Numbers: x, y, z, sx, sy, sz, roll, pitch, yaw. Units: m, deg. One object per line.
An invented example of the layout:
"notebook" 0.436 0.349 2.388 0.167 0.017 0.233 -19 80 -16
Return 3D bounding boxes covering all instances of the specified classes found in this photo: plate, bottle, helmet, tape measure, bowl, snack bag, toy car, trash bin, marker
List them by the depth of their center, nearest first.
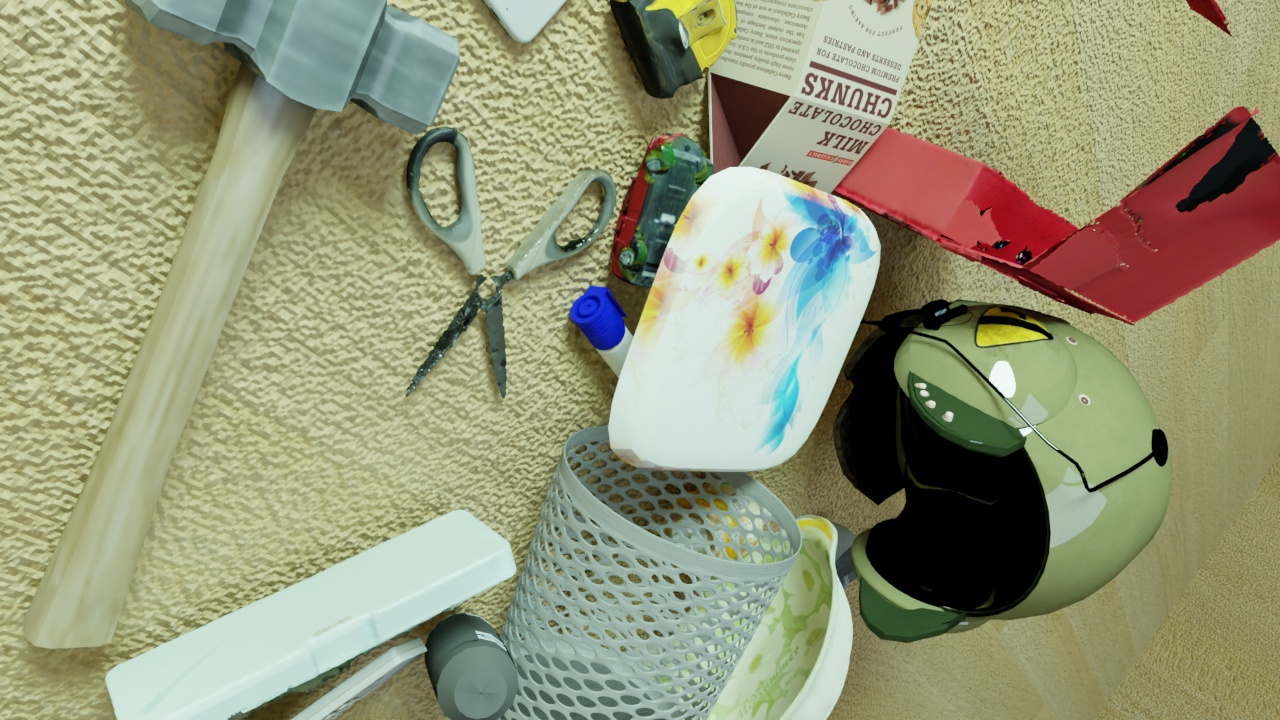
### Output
"tape measure" 0.022 -0.183 0.488 0.064 0.037 0.066 -43 136 -15
"toy car" 0.010 -0.088 0.537 0.042 0.036 0.091 4 112 -44
"snack bag" 0.105 -0.188 0.539 0.094 0.070 0.207 -1 115 -43
"bottle" -0.103 0.178 0.545 0.047 0.112 0.047 0 89 -18
"plate" 0.072 -0.013 0.551 0.186 0.016 0.187 7 108 -44
"trash bin" -0.006 0.160 0.590 0.156 0.156 0.183 5 113 -45
"marker" -0.004 0.003 0.591 0.133 0.023 0.027 53 53 -47
"bowl" 0.089 0.218 0.659 0.060 0.188 0.219 39 81 -15
"helmet" 0.234 0.063 0.662 0.232 0.256 0.251 -19 128 -32
"bottle" 0.065 0.122 0.700 0.108 0.063 0.063 -9 121 -55

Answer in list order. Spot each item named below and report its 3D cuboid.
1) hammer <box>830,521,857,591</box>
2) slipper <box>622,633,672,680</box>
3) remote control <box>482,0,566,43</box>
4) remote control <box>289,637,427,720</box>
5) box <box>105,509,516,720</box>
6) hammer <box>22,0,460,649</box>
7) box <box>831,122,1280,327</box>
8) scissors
"hammer" 0.271 0.181 0.953 0.321 0.043 0.156 -21 127 -37
"slipper" -0.004 0.285 0.706 0.262 0.115 0.052 -16 143 -38
"remote control" -0.024 -0.221 0.444 0.146 0.008 0.045 -51 139 -7
"remote control" -0.183 0.201 0.510 0.136 0.011 0.050 -35 169 -2
"box" -0.169 0.152 0.492 0.197 0.078 0.122 -22 147 -31
"hammer" -0.191 -0.017 0.387 0.117 0.051 0.323 14 107 -47
"box" 0.297 -0.080 0.567 0.211 0.379 0.124 10 90 -45
"scissors" -0.078 -0.055 0.491 0.170 0.012 0.157 -45 135 -14
